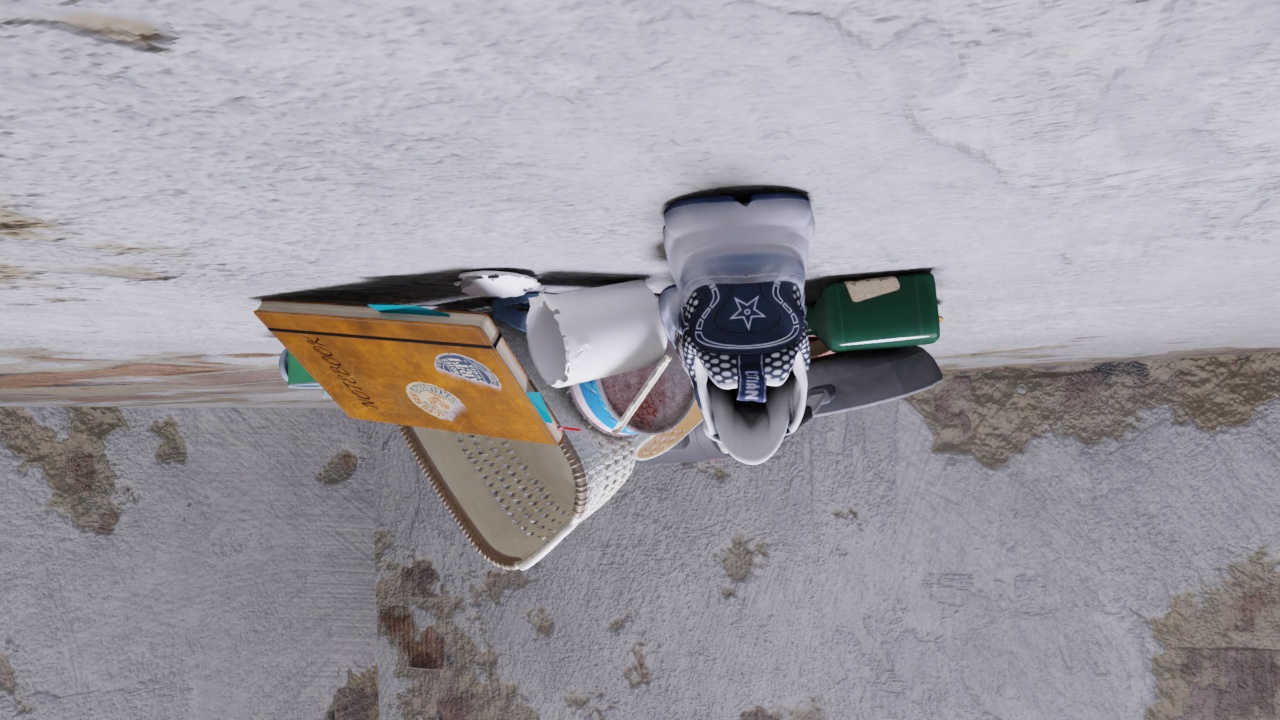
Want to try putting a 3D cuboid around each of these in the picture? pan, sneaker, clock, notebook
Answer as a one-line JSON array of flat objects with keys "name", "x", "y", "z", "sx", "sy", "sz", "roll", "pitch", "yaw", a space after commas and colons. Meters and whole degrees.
[{"name": "pan", "x": 0.156, "y": 0.027, "z": 0.793, "sx": 0.179, "sy": 0.041, "sz": 0.356, "roll": -13, "pitch": -178, "yaw": 25}, {"name": "sneaker", "x": 0.064, "y": 0.006, "z": 0.589, "sx": 0.103, "sy": 0.132, "sz": 0.270, "roll": -3, "pitch": 161, "yaw": 4}, {"name": "sneaker", "x": 0.054, "y": 0.009, "z": 0.952, "sx": 0.087, "sy": 0.079, "sz": 0.236, "roll": -1, "pitch": 143, "yaw": -46}, {"name": "clock", "x": -0.343, "y": 0.006, "z": 1.042, "sx": 0.121, "sy": 0.075, "sz": 0.162, "roll": 1, "pitch": 176, "yaw": -39}, {"name": "notebook", "x": -0.191, "y": 0.007, "z": 0.772, "sx": 0.250, "sy": 0.014, "sz": 0.178, "roll": 5, "pitch": 144, "yaw": 25}]

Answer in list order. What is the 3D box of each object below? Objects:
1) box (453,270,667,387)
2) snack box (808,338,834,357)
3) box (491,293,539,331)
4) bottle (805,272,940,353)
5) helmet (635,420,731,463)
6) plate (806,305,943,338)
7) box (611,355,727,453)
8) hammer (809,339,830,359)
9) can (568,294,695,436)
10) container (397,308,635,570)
[{"name": "box", "x": -0.064, "y": -0.033, "z": 0.739, "sx": 0.162, "sy": 0.112, "sz": 0.085, "roll": -16, "pitch": -173, "yaw": -31}, {"name": "snack box", "x": 0.263, "y": -0.014, "z": 1.185, "sx": 0.132, "sy": 0.036, "sz": 0.152, "roll": -3, "pitch": -173, "yaw": 1}, {"name": "box", "x": -0.055, "y": -0.048, "z": 0.897, "sx": 0.066, "sy": 0.049, "sz": 0.209, "roll": 18, "pitch": -173, "yaw": 36}, {"name": "bottle", "x": 0.191, "y": -0.039, "z": 0.808, "sx": 0.131, "sy": 0.061, "sz": 0.061, "roll": -6, "pitch": 176, "yaw": 13}, {"name": "helmet", "x": 0.057, "y": 0.046, "z": 1.210, "sx": 0.170, "sy": 0.164, "sz": 0.263, "roll": 14, "pitch": -155, "yaw": 36}, {"name": "plate", "x": 0.222, "y": -0.046, "z": 1.040, "sx": 0.230, "sy": 0.021, "sz": 0.230, "roll": -3, "pitch": 176, "yaw": 0}, {"name": "box", "x": 0.067, "y": 0.010, "z": 0.788, "sx": 0.095, "sy": 0.185, "sz": 0.145, "roll": 35, "pitch": -178, "yaw": 5}, {"name": "hammer", "x": 0.149, "y": 0.007, "z": 0.985, "sx": 0.119, "sy": 0.030, "sz": 0.332, "roll": 13, "pitch": 149, "yaw": -40}, {"name": "can", "x": -0.005, "y": 0.005, "z": 0.851, "sx": 0.129, "sy": 0.130, "sz": 0.044, "roll": 1, "pitch": 175, "yaw": -41}, {"name": "container", "x": -0.123, "y": 0.067, "z": 0.901, "sx": 0.185, "sy": 0.246, "sz": 0.142, "roll": -43, "pitch": 166, "yaw": 35}]
